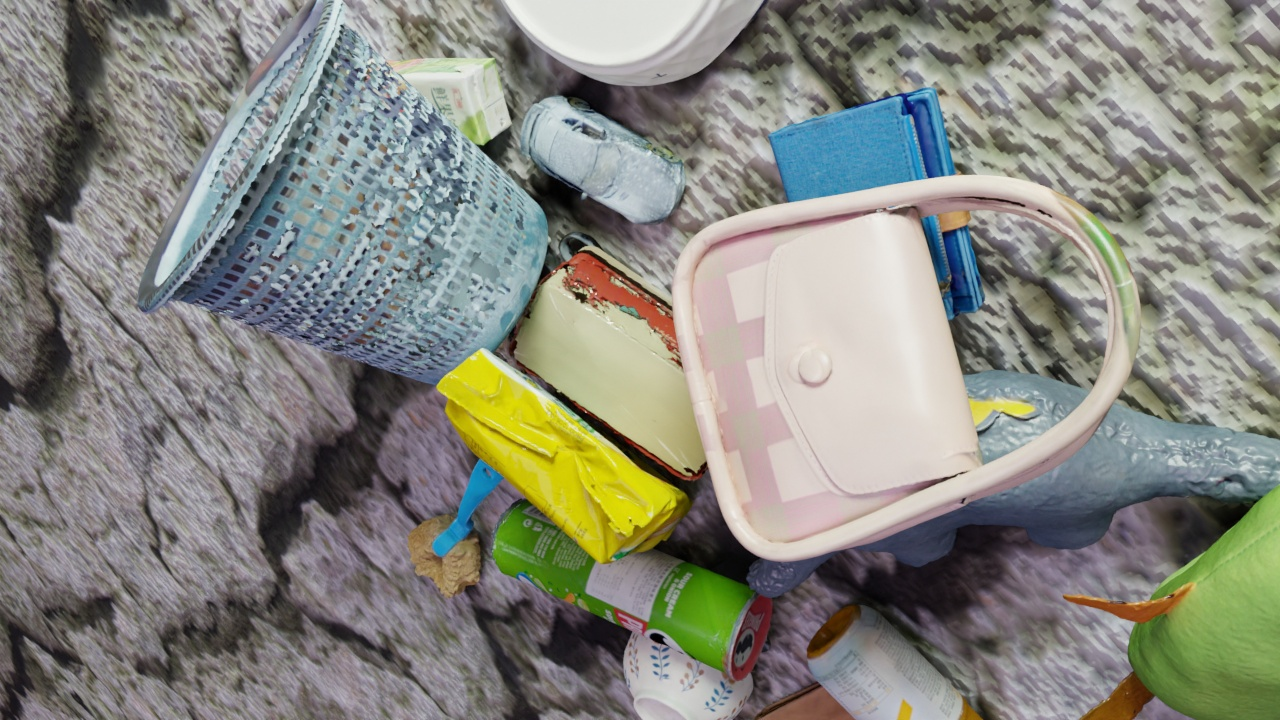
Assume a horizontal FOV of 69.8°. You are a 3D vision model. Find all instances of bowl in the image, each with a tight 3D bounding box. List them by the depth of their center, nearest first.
[{"bbox_3d":[0.032,0.276,0.774,0.113,0.062,0.114,18,134,19],"label":"bowl"}]

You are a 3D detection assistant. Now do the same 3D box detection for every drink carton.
[{"bbox_3d":[-0.155,-0.191,0.669,0.123,0.045,0.054,10,130,29],"label":"drink carton"}]

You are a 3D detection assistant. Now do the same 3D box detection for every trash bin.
[{"bbox_3d":[-0.179,-0.089,0.605,0.195,0.226,0.227,31,138,-33],"label":"trash bin"}]

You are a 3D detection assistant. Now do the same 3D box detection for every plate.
[{"bbox_3d":[-0.017,-0.266,0.545,0.205,0.045,0.205,15,121,26],"label":"plate"}]

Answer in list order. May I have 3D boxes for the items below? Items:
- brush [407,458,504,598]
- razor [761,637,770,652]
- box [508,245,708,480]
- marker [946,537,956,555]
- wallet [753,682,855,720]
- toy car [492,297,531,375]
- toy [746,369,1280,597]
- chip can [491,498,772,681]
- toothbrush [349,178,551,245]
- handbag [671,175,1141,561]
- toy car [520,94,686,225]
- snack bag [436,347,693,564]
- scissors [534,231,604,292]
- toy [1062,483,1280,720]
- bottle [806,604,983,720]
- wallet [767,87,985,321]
[{"bbox_3d":[-0.160,0.146,0.827,0.083,0.045,0.255,48,142,11],"label":"brush"},{"bbox_3d":[0.044,0.219,0.776,0.143,0.022,0.043,8,134,28],"label":"razor"},{"bbox_3d":[-0.004,0.004,0.647,0.168,0.079,0.092,34,127,4],"label":"box"},{"bbox_3d":[0.158,0.099,0.644,0.131,0.022,0.018,28,123,18],"label":"marker"},{"bbox_3d":[0.164,0.311,0.754,0.101,0.020,0.116,46,126,2],"label":"wallet"},{"bbox_3d":[-0.110,-0.021,0.738,0.042,0.035,0.091,22,126,22],"label":"toy car"},{"bbox_3d":[0.202,0.071,0.554,0.357,0.091,0.138,-17,110,33],"label":"toy"},{"bbox_3d":[-0.012,0.181,0.751,0.236,0.072,0.072,16,122,29],"label":"chip can"},{"bbox_3d":[-0.151,-0.121,0.725,0.192,0.018,0.016,20,123,19],"label":"toothbrush"},{"bbox_3d":[0.137,-0.004,0.483,0.235,0.093,0.193,-20,77,38],"label":"handbag"},{"bbox_3d":[-0.027,-0.136,0.627,0.120,0.036,0.054,31,126,11],"label":"toy car"},{"bbox_3d":[-0.046,0.077,0.644,0.158,0.246,0.068,36,85,11],"label":"snack bag"},{"bbox_3d":[-0.015,-0.021,0.694,0.172,0.014,0.146,28,127,16],"label":"scissors"},{"bbox_3d":[0.327,0.133,0.471,0.227,0.089,0.247,-1,138,-6],"label":"toy"},{"bbox_3d":[0.207,0.264,0.670,0.189,0.067,0.068,45,129,4],"label":"bottle"},{"bbox_3d":[0.140,-0.086,0.547,0.107,0.040,0.133,-5,112,43],"label":"wallet"}]
